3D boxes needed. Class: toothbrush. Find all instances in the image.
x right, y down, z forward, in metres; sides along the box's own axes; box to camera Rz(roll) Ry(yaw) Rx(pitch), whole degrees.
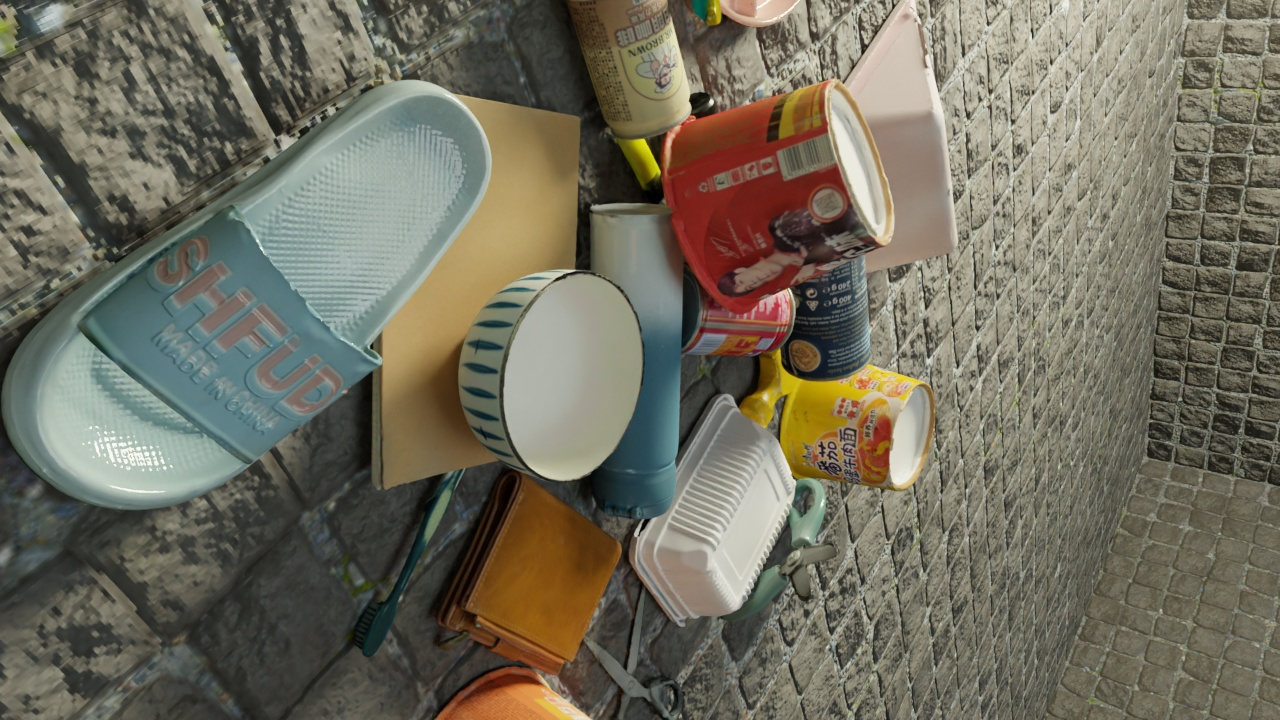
[{"bbox_3d":[-0.120,0.080,0.540,0.016,0.018,0.191,43,64,-49],"label":"toothbrush"}]

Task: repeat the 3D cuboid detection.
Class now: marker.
[{"bbox_3d":[0.011,-0.120,0.653,0.018,0.015,0.124,-60,144,-21],"label":"marker"}]

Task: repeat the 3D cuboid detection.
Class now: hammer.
[{"bbox_3d":[0.086,-0.082,0.748,0.128,0.033,0.301,-55,139,-28],"label":"hammer"}]

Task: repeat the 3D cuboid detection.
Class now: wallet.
[{"bbox_3d":[-0.070,0.151,0.609,0.130,0.035,0.119,47,63,-47],"label":"wallet"}]

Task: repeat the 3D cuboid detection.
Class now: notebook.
[{"bbox_3d":[-0.089,-0.042,0.529,0.149,0.012,0.211,-8,103,-51],"label":"notebook"}]

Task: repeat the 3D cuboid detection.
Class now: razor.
[{"bbox_3d":[0.027,-0.224,0.558,0.028,0.132,0.043,-18,125,-6],"label":"razor"}]

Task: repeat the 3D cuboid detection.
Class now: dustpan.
[{"bbox_3d":[0.234,-0.208,0.928,0.272,0.139,0.223,-81,155,-47],"label":"dustpan"}]

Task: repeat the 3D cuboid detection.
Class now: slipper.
[{"bbox_3d":[-0.148,-0.031,0.402,0.244,0.074,0.104,-50,133,-23],"label":"slipper"}]

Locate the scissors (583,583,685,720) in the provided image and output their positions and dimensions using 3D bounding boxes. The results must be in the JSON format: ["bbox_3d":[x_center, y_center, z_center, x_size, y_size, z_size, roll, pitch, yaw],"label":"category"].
[{"bbox_3d":[-0.005,0.267,0.752,0.159,0.014,0.180,16,87,-54],"label":"scissors"}]

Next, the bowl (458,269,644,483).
[{"bbox_3d":[-0.058,0.005,0.515,0.116,0.066,0.116,-15,109,-50],"label":"bowl"}]

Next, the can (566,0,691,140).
[{"bbox_3d":[-0.009,-0.200,0.562,0.058,0.059,0.116,-48,136,-33],"label":"can"}]

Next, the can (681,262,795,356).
[{"bbox_3d":[0.060,-0.037,0.678,0.093,0.066,0.066,1,100,-34],"label":"can"}]

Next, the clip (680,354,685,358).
[{"bbox_3d":[0.027,-0.012,0.704,0.058,0.039,0.026,-40,129,-38],"label":"clip"}]

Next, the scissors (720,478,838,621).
[{"bbox_3d":[0.113,0.179,0.794,0.179,0.019,0.172,-49,-169,16],"label":"scissors"}]

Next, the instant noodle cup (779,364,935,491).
[{"bbox_3d":[0.218,0.064,0.905,0.137,0.110,0.138,-19,114,-49],"label":"instant noodle cup"}]

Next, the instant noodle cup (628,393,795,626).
[{"bbox_3d":[0.072,0.130,0.770,0.173,0.060,0.138,-59,141,-28],"label":"instant noodle cup"}]

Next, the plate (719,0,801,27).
[{"bbox_3d":[0.077,-0.359,0.653,0.228,0.028,0.230,-20,117,-48],"label":"plate"}]

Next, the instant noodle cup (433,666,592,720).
[{"bbox_3d":[-0.067,0.291,0.593,0.151,0.112,0.151,-21,117,-49],"label":"instant noodle cup"}]

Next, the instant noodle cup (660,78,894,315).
[{"bbox_3d":[0.094,-0.108,0.593,0.138,0.109,0.137,33,49,-49],"label":"instant noodle cup"}]

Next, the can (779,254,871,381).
[{"bbox_3d":[0.147,-0.049,0.748,0.075,0.075,0.111,-40,130,-40],"label":"can"}]

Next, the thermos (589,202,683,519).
[{"bbox_3d":[-0.004,0.004,0.630,0.070,0.070,0.221,-20,117,-49],"label":"thermos"}]
